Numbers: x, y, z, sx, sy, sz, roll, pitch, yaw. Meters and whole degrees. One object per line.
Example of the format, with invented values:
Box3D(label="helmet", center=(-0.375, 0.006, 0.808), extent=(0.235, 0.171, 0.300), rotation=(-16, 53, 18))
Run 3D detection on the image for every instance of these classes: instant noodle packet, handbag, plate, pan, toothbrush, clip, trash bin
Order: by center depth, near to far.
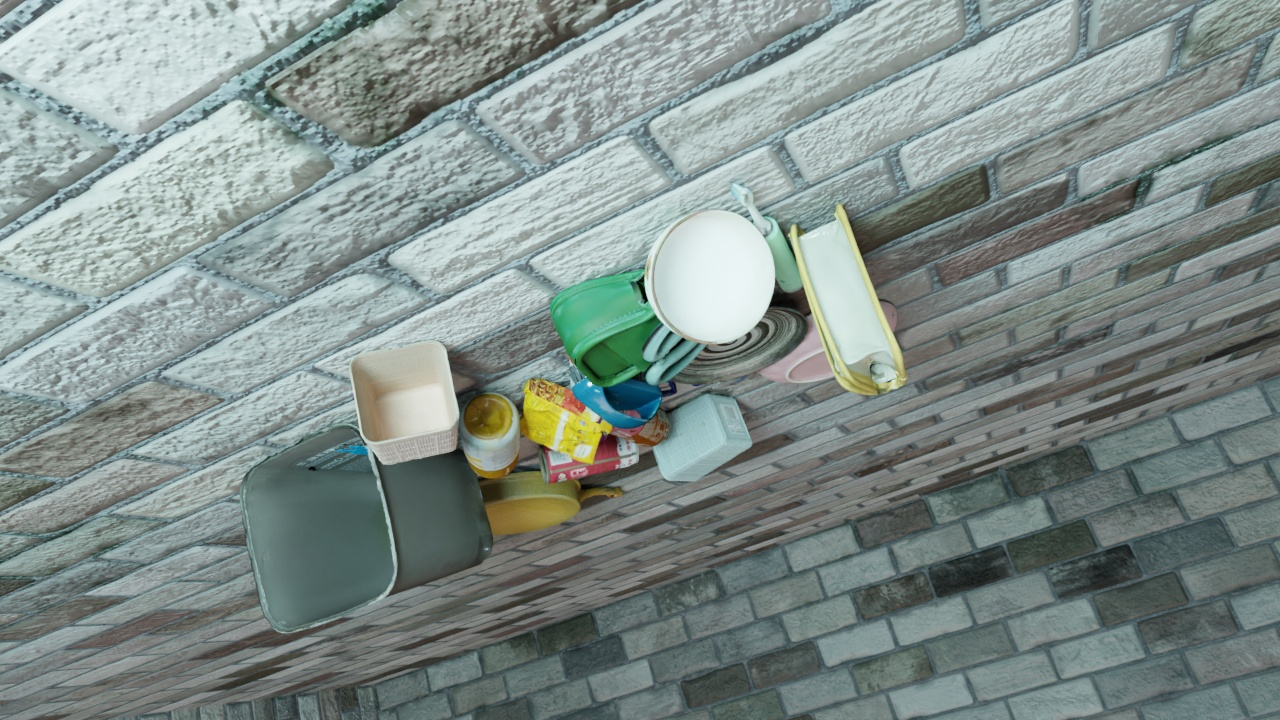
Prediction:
Box3D(label="toothbrush", center=(0.119, -0.108, 0.842), extent=(0.026, 0.027, 0.224), rotation=(-54, 156, 0))
Box3D(label="handbag", center=(0.201, -0.044, 0.876), extent=(0.063, 0.163, 0.178), rotation=(-21, 160, 15))
Box3D(label="handbag", center=(-0.017, -0.035, 0.883), extent=(0.120, 0.068, 0.131), rotation=(-27, 158, 2))
Box3D(label="plate", center=(0.103, -0.022, 1.047), extent=(0.179, 0.024, 0.180), rotation=(-13, 156, -6))
Box3D(label="instant noodle packet", center=(-0.091, 0.072, 1.070), extent=(0.111, 0.044, 0.129), rotation=(27, 152, 1))
Box3D(label="trash bin", center=(-0.306, 0.188, 1.072), extent=(0.199, 0.198, 0.219), rotation=(-23, 166, 22))
Box3D(label="plate", center=(0.235, -0.014, 1.156), extent=(0.192, 0.039, 0.193), rotation=(-14, 159, -6))
Box3D(label="clip", center=(0.113, 0.023, 1.189), extent=(0.057, 0.032, 0.025), rotation=(-3, 158, -41))
Box3D(label="pan", center=(-0.141, 0.223, 1.475), extent=(0.198, 0.078, 0.357), rotation=(-26, 151, 32))

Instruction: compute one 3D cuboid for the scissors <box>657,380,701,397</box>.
Box3D(label="scissors", center=(0.045, 0.007, 1.105), extent=(0.132, 0.012, 0.173), rotation=(-8, 157, -16))

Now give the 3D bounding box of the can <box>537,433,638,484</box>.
Box3D(label="can", center=(-0.072, 0.133, 1.279), extent=(0.132, 0.053, 0.053), rotation=(-11, 159, -15))

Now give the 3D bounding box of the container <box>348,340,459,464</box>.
Box3D(label="container", center=(-0.225, 0.047, 0.895), extent=(0.090, 0.089, 0.111), rotation=(-12, 162, -13))

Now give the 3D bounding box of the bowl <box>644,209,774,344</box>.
Box3D(label="bowl", center=(0.052, -0.073, 0.794), extent=(0.113, 0.113, 0.062), rotation=(-10, -169, -18))

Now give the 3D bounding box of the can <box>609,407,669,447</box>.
Box3D(label="can", center=(-0.014, 0.071, 1.158), extent=(0.058, 0.058, 0.147), rotation=(-23, 159, 16))

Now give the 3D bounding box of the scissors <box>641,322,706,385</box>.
Box3D(label="scissors", center=(0.066, -0.039, 0.900), extent=(0.179, 0.019, 0.143), rotation=(-38, 157, -26))

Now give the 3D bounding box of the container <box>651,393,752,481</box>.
Box3D(label="container", center=(0.085, 0.106, 1.284), extent=(0.112, 0.090, 0.090), rotation=(-32, 155, 30))

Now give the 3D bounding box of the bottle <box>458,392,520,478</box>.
Box3D(label="bottle", center=(-0.176, 0.097, 1.085), extent=(0.068, 0.068, 0.190), rotation=(-12, 159, -12))

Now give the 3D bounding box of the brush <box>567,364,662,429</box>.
Box3D(label="brush", center=(-0.022, 0.039, 1.006), extent=(0.055, 0.073, 0.143), rotation=(-27, 158, 25))

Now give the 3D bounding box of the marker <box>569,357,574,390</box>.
Box3D(label="marker", center=(-0.071, 0.014, 1.027), extent=(0.017, 0.017, 0.145), rotation=(-14, 159, -8))

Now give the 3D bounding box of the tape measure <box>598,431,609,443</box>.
Box3D(label="tape measure", center=(-0.070, 0.084, 1.178), extent=(0.057, 0.039, 0.057), rotation=(-28, 152, 28))
